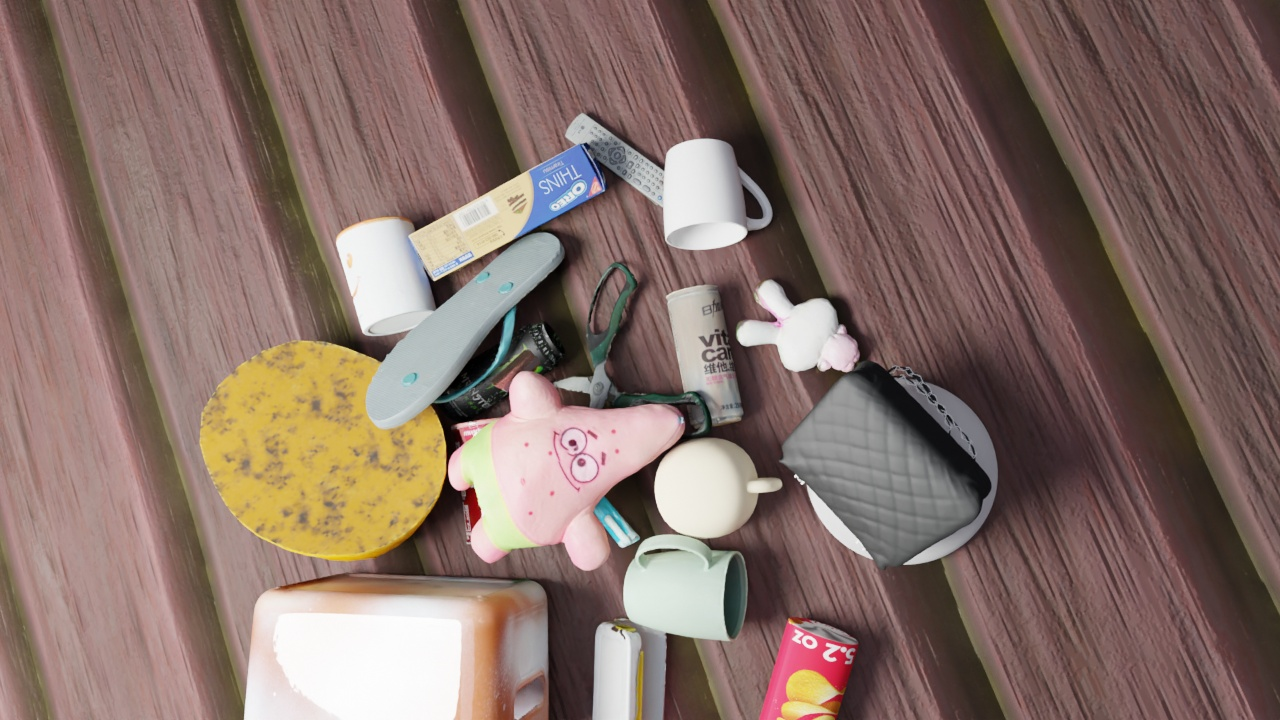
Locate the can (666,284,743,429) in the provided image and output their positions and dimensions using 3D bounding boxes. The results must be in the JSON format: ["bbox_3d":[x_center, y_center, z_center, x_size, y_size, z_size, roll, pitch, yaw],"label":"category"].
[{"bbox_3d":[0.064,-0.003,0.906,0.054,0.054,0.135,-11,83,11],"label":"can"}]

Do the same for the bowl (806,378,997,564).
[{"bbox_3d":[0.242,0.103,0.852,0.177,0.066,0.176,-1,85,12],"label":"bowl"}]

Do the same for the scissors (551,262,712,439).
[{"bbox_3d":[-0.005,0.005,0.912,0.204,0.015,0.201,14,86,33],"label":"scissors"}]

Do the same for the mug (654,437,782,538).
[{"bbox_3d":[0.073,0.120,0.870,0.120,0.099,0.096,-4,84,12],"label":"mug"}]

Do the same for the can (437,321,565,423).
[{"bbox_3d":[-0.147,0.012,0.950,0.138,0.054,0.054,-31,80,8],"label":"can"}]

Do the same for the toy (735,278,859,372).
[{"bbox_3d":[0.156,-0.027,0.897,0.123,0.038,0.079,28,80,14],"label":"toy"}]

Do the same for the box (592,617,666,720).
[{"bbox_3d":[-0.016,0.361,0.899,0.067,0.070,0.210,-2,84,32],"label":"box"}]

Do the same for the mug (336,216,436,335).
[{"bbox_3d":[-0.267,-0.088,0.971,0.082,0.082,0.105,-19,83,10],"label":"mug"}]

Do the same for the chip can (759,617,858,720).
[{"bbox_3d":[0.139,0.356,0.852,0.069,0.069,0.220,16,89,13],"label":"chip can"}]

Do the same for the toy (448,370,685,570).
[{"bbox_3d":[-0.068,0.098,0.849,0.237,0.096,0.192,-23,89,9],"label":"toy"}]

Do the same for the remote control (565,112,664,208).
[{"bbox_3d":[-0.020,-0.211,0.962,0.136,0.013,0.033,38,94,13],"label":"remote control"}]

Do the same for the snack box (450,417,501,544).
[{"bbox_3d":[-0.150,0.121,0.934,0.072,0.072,0.121,-9,84,11],"label":"snack box"}]

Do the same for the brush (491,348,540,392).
[{"bbox_3d":[-0.110,0.019,0.896,0.045,0.143,0.008,-42,78,-3],"label":"brush"}]

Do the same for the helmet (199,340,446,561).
[{"bbox_3d":[-0.308,0.112,0.937,0.255,0.131,0.204,36,62,18],"label":"helmet"}]

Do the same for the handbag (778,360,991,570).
[{"bbox_3d":[0.209,0.088,0.795,0.153,0.114,0.125,46,119,9],"label":"handbag"}]

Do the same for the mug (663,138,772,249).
[{"bbox_3d":[0.078,-0.164,0.912,0.114,0.081,0.087,0,78,-19],"label":"mug"}]

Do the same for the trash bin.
[{"bbox_3d":[-0.225,0.291,0.883,0.260,0.181,0.157,0,84,13],"label":"trash bin"}]

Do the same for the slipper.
[{"bbox_3d":[-0.174,-0.028,0.930,0.098,0.055,0.268,19,60,39],"label":"slipper"}]

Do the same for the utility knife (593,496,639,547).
[{"bbox_3d":[-0.063,0.119,0.943,0.022,0.015,0.176,-40,80,6],"label":"utility knife"}]

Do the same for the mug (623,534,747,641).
[{"bbox_3d":[0.039,0.209,0.871,0.104,0.083,0.111,-1,125,22],"label":"mug"}]

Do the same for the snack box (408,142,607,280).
[{"bbox_3d":[-0.134,-0.154,0.953,0.207,0.056,0.057,-26,102,9],"label":"snack box"}]
